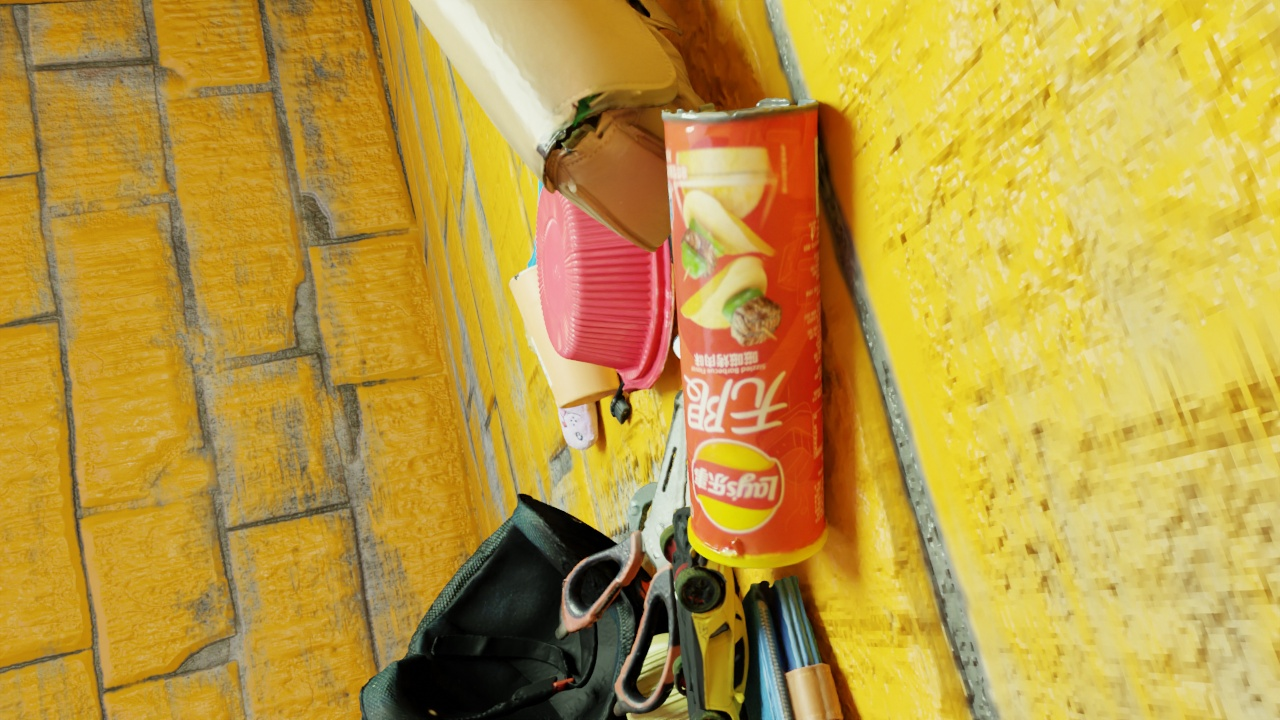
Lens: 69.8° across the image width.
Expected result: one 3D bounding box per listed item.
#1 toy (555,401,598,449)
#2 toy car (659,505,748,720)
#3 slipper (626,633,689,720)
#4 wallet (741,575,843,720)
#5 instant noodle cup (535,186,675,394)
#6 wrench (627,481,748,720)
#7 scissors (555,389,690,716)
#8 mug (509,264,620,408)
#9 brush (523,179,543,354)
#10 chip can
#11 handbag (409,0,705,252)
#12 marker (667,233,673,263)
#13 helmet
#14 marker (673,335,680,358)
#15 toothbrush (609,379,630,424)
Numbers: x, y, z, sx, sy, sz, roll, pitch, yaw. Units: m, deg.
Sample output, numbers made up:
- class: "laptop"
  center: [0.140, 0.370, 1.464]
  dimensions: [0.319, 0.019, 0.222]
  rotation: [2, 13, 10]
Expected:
- class: "toy"
  center: [-0.063, 0.040, 0.918]
  dimensions: [0.084, 0.038, 0.108]
  rotation: [26, 125, 60]
- class: "toy car"
  center: [0.038, 0.157, 0.527]
  dimensions: [0.071, 0.041, 0.156]
  rotation: [-118, 23, -75]
- class: "slipper"
  center: [0.051, 0.279, 0.634]
  dimensions: [0.081, 0.092, 0.190]
  rotation: [11, -124, -70]
- class: "wallet"
  center: [0.083, 0.199, 0.518]
  dimensions: [0.107, 0.040, 0.133]
  rotation: [101, 159, -59]
- class: "instant noodle cup"
  center: [-0.034, -0.069, 0.674]
  dimensions: [0.194, 0.065, 0.194]
  rotation: [173, 90, -73]
- class: "wrench"
  center: [0.059, 0.196, 0.595]
  dimensions: [0.016, 0.056, 0.273]
  rotation: [41, -159, -59]
- class: "scissors"
  center: [0.002, 0.128, 0.609]
  dimensions: [0.216, 0.015, 0.195]
  rotation: [-28, 70, 36]
- class: "mug"
  center: [-0.064, -0.023, 0.822]
  dimensions: [0.078, 0.078, 0.122]
  rotation: [136, 118, -71]
- class: "brush"
  center: [-0.104, -0.117, 0.971]
  dimensions: [0.083, 0.045, 0.255]
  rotation: [-120, 29, -59]
- class: "chip can"
  center: [0.052, -0.011, 0.435]
  dimensions: [0.073, 0.073, 0.217]
  rotation: [-137, 40, -64]
- class: "handbag"
  center: [-0.036, -0.161, 0.490]
  dimensions: [0.204, 0.100, 0.147]
  rotation: [53, -160, 18]
- class: "marker"
  center: [0.019, -0.126, 0.569]
  dimensions: [0.022, 0.020, 0.132]
  rotation: [-42, -56, -74]
- class: "helmet"
  center: [-0.075, 0.256, 0.767]
  dimensions: [0.230, 0.233, 0.275]
  rotation: [36, -176, -39]
- class: "marker"
  center: [0.050, 0.013, 0.553]
  dimensions: [0.130, 0.018, 0.023]
  rotation: [-133, 27, -61]
- class: "toothbrush"
  center: [-0.004, 0.004, 0.742]
  dimensions: [0.017, 0.014, 0.190]
  rotation: [55, 154, 20]
